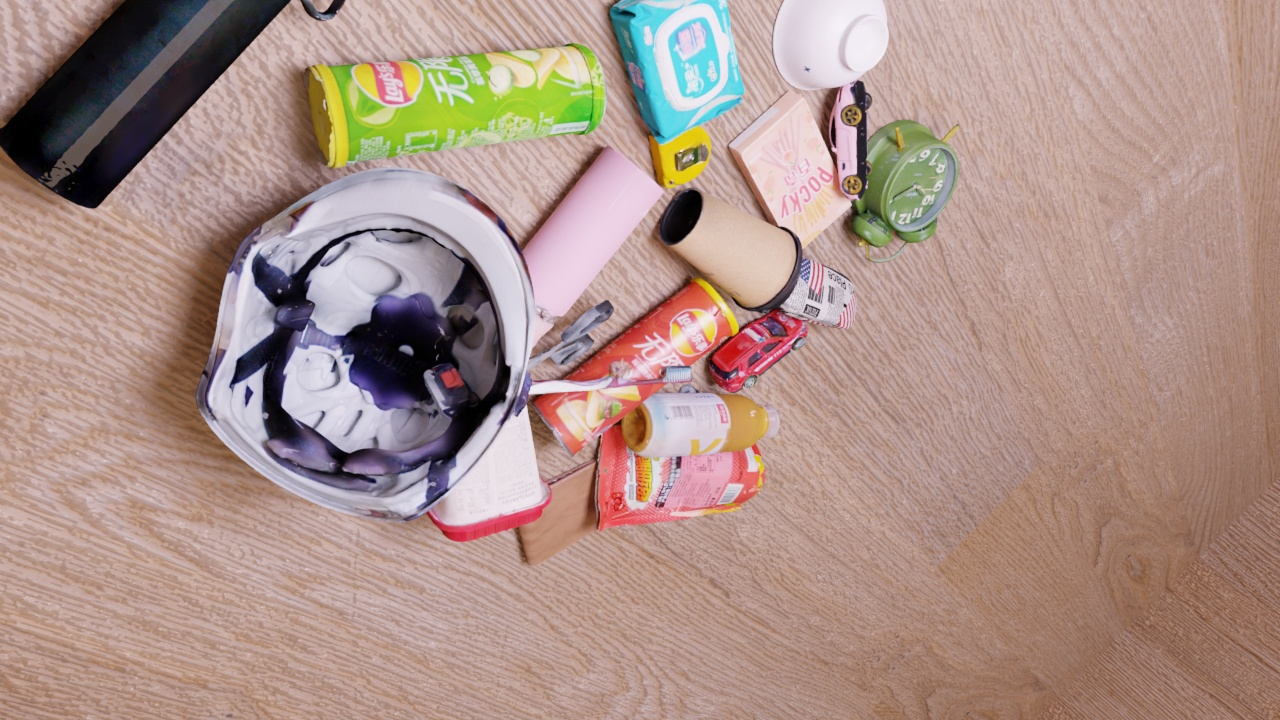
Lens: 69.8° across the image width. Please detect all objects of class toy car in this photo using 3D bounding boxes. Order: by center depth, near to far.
[{"bbox_3d":[0.212,-0.221,0.927,0.056,0.037,0.122,-49,138,-48],"label":"toy car"},{"bbox_3d":[0.131,-0.015,1.017,0.120,0.053,0.045,-37,139,-10],"label":"toy car"}]

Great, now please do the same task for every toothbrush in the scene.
[{"bbox_3d":[-0.033,0.018,0.865,0.187,0.016,0.017,-3,107,-26],"label":"toothbrush"}]

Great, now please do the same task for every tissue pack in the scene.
[{"bbox_3d":[0.035,-0.258,0.779,0.093,0.050,0.133,-33,134,-12],"label":"tissue pack"}]

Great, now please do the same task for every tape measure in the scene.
[{"bbox_3d":[0.038,-0.191,0.845,0.057,0.029,0.060,-28,133,-16],"label":"tape measure"}]

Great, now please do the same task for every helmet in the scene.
[{"bbox_3d":[-0.192,-0.016,0.711,0.229,0.146,0.259,25,94,-6],"label":"helmet"}]

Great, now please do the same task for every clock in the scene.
[{"bbox_3d":[0.285,-0.181,1.003,0.116,0.056,0.161,-10,126,-28],"label":"clock"}]

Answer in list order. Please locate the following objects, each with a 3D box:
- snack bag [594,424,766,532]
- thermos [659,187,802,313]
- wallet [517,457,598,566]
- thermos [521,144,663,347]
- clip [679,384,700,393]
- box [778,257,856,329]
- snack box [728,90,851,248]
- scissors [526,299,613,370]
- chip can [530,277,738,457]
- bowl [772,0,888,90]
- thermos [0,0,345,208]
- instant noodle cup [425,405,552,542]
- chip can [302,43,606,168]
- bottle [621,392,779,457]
[{"bbox_3d":[0.043,0.128,1.052,0.207,0.073,0.129,1,106,-31],"label":"snack bag"},{"bbox_3d":[0.090,-0.110,0.902,0.143,0.093,0.093,25,105,-35],"label":"thermos"},{"bbox_3d":[-0.085,0.168,1.025,0.115,0.020,0.101,-25,131,-22],"label":"wallet"},{"bbox_3d":[-0.066,-0.093,0.806,0.067,0.087,0.198,40,94,-5],"label":"thermos"},{"bbox_3d":[0.066,0.046,1.041,0.026,0.038,0.058,-47,133,11],"label":"clip"},{"bbox_3d":[0.190,-0.073,1.009,0.052,0.068,0.164,-22,157,34],"label":"box"},{"bbox_3d":[0.155,-0.186,0.930,0.084,0.026,0.157,-42,135,-2],"label":"snack box"},{"bbox_3d":[-0.088,-0.008,0.843,0.163,0.014,0.164,-43,168,5],"label":"scissors"},{"bbox_3d":[-0.005,0.005,0.926,0.216,0.073,0.073,-36,134,-7],"label":"chip can"},{"bbox_3d":[0.189,-0.299,0.846,0.118,0.065,0.118,-19,130,-24],"label":"bowl"},{"bbox_3d":[-0.284,-0.199,0.586,0.242,0.068,0.090,-44,130,1],"label":"thermos"},{"bbox_3d":[-0.152,0.086,0.861,0.116,0.116,0.124,-12,116,-28],"label":"instant noodle cup"},{"bbox_3d":[-0.133,-0.195,0.693,0.220,0.072,0.073,-14,128,-26],"label":"chip can"},{"bbox_3d":[0.071,0.069,1.001,0.189,0.068,0.068,1,120,-35],"label":"bottle"}]
